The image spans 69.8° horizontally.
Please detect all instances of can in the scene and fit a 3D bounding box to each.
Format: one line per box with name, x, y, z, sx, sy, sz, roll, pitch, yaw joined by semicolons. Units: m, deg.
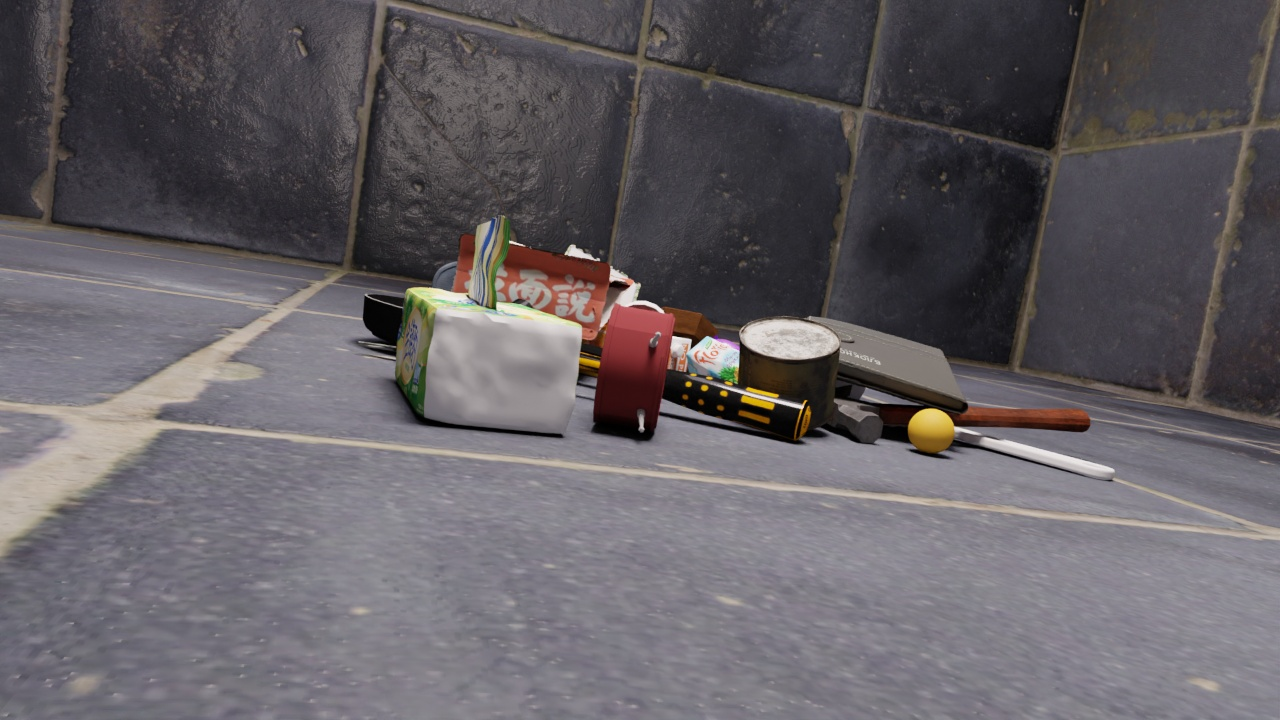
can;0.133;0.012;0.831;0.090;0.075;0.089;0;27;0

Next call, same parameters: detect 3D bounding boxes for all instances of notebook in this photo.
notebook;0.245;-0.003;0.961;0.169;0.029;0.208;17;14;7

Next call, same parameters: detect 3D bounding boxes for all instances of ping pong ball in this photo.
ping pong ball;0.261;0.063;0.823;0.040;0.040;0.040;9;5;-1

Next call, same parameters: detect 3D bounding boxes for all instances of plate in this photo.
plate;0.037;-0.025;1.221;0.131;0.025;0.131;0;-28;0

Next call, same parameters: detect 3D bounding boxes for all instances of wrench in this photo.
wrench;0.342;0.079;0.938;0.066;0.018;0.274;5;7;-43

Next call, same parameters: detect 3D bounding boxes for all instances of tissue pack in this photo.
tissue pack;-0.115;-0.036;0.680;0.120;0.141;0.198;7;6;-27

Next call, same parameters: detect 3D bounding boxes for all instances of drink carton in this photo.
drink carton;0.104;0.015;0.936;0.129;0.039;0.044;26;53;38
drink carton;-0.005;-0.004;0.998;0.123;0.058;0.040;13;6;35

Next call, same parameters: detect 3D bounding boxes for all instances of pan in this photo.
pan;-0.133;-0.015;0.958;0.356;0.044;0.203;15;5;28

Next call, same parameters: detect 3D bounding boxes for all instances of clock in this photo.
clock;-0.004;0.004;0.702;0.048;0.096;0.137;10;8;2

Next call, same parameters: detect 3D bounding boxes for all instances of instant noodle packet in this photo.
instant noodle packet;-0.100;-0.091;1.035;0.164;0.084;0.220;12;10;6

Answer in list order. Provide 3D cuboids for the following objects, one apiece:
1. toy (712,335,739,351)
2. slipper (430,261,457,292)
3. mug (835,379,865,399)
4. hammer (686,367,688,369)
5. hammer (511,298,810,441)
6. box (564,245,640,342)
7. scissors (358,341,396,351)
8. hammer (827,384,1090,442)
toy;0.118;0.017;1.011;0.088;0.056;0.105;5;39;13
slipper;-0.145;-0.058;1.212;0.263;0.101;0.082;14;11;-20
mug;0.201;0.011;1.077;0.105;0.082;0.082;8;5;-27
hammer;0.132;0.012;1.186;0.318;0.049;0.121;8;7;-30
hammer;-0.008;0.014;0.810;0.321;0.036;0.123;15;37;18
box;-0.068;-0.071;1.161;0.117;0.050;0.205;28;25;-8
scissors;-0.193;-0.003;0.879;0.144;0.019;0.126;14;-9;-35
hammer;0.320;0.056;0.918;0.300;0.028;0.111;3;12;-18
